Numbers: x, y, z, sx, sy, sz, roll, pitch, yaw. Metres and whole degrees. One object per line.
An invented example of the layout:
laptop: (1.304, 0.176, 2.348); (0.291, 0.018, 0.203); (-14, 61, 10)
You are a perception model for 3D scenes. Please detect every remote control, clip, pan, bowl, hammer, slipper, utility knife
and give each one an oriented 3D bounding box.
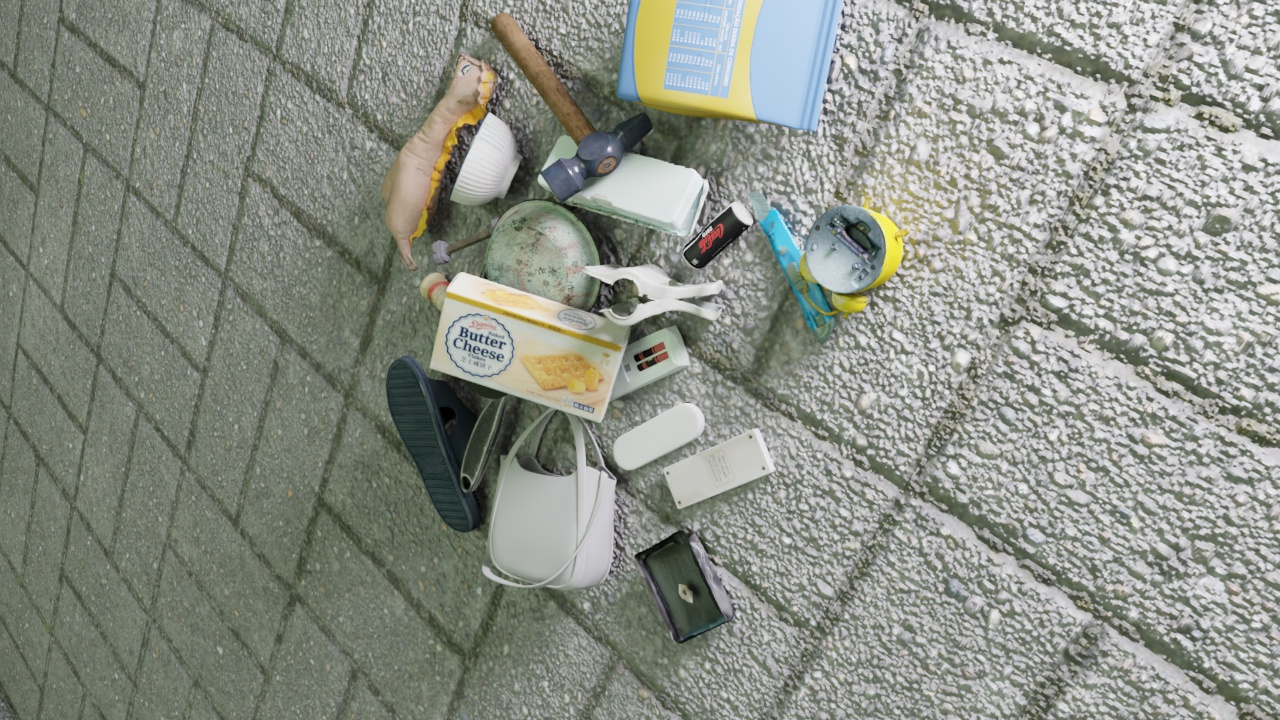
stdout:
remote control: (0.019, 0.090, 1.066); (0.137, 0.013, 0.043); (-31, 76, 36)
clip: (0.014, -0.062, 0.995); (0.152, 0.126, 0.097); (22, 104, 8)
pan: (-0.163, 0.012, 1.171); (0.187, 0.055, 0.357); (31, 113, 31)
remote control: (-0.006, 0.006, 1.070); (0.144, 0.024, 0.049); (-26, 79, 36)
bowl: (-0.122, -0.107, 1.067); (0.158, 0.038, 0.157); (9, 111, 25)
hammer: (-0.129, -0.179, 1.104); (0.318, 0.028, 0.147); (-17, 75, 26)
hammer: (-0.105, -0.317, 1.060); (0.129, 0.040, 0.321); (-34, 55, 3)
slipper: (-0.266, 0.107, 1.254); (0.101, 0.082, 0.264); (-1, 114, 40)
utility knife: (0.154, -0.100, 0.942); (0.031, 0.015, 0.178); (-34, 73, 30)
bowl: (-0.187, -0.242, 1.144); (0.062, 0.118, 0.118); (25, 116, -12)
remote control: (0.085, 0.122, 1.021); (0.136, 0.011, 0.050); (-29, 77, 36)

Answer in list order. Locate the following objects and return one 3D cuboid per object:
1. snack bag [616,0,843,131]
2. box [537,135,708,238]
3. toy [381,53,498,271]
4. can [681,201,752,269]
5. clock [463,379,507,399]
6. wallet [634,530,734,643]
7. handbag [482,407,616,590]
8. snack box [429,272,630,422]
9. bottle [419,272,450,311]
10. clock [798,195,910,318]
snack bag: (0.093, -0.321, 0.919); (0.205, 0.102, 0.159); (15, 104, 22)
box: (-0.021, -0.195, 1.004); (0.199, 0.066, 0.083); (21, 107, 33)
toy: (-0.260, -0.264, 1.206); (0.265, 0.065, 0.196); (-38, 62, 32)
can: (0.081, -0.133, 0.982); (0.081, 0.031, 0.031); (-40, 71, 33)
clock: (-0.182, -0.014, 1.123); (0.095, 0.035, 0.122); (-13, 99, 34)
wallet: (0.050, 0.259, 1.053); (0.089, 0.026, 0.115); (-36, 74, 35)
handbag: (-0.122, 0.163, 1.142); (0.216, 0.095, 0.222); (3, 87, 38)
snack box: (-0.125, -0.015, 1.039); (0.208, 0.057, 0.104); (18, 117, -1)
bottle: (-0.252, -0.076, 1.238); (0.109, 0.044, 0.044); (39, 117, 28)
clock: (0.198, -0.096, 0.881); (0.083, 0.057, 0.119); (47, 120, 23)
